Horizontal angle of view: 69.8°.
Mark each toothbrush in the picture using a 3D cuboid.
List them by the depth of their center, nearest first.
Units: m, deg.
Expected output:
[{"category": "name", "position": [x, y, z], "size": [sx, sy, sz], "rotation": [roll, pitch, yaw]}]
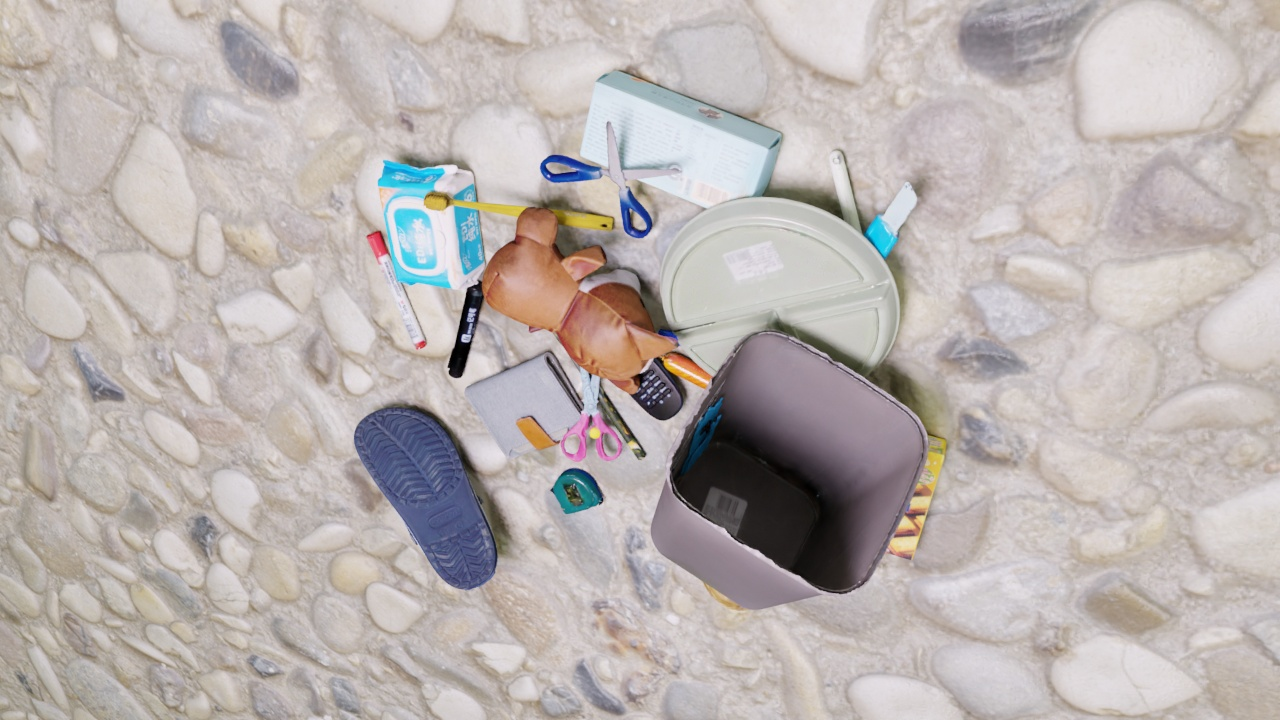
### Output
[{"category": "toothbrush", "position": [0.200, -0.101, 0.842], "size": [0.029, 0.020, 0.189], "rotation": [-12, 111, 21]}, {"category": "toothbrush", "position": [-0.122, -0.147, 0.918], "size": [0.190, 0.016, 0.016], "rotation": [7, 119, -4]}, {"category": "toothbrush", "position": [-0.044, 0.035, 1.027], "size": [0.017, 0.012, 0.186], "rotation": [-28, 104, 22]}]

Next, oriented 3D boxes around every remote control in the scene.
[{"category": "remote control", "position": [-0.006, 0.006, 0.984], "size": [0.053, 0.024, 0.136], "rotation": [-41, 92, 27]}]

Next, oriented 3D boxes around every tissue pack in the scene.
[{"category": "tissue pack", "position": [-0.223, -0.143, 0.974], "size": [0.090, 0.063, 0.140], "rotation": [8, 120, 19]}]

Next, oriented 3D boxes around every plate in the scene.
[{"category": "plate", "position": [0.124, -0.047, 0.860], "size": [0.230, 0.027, 0.231], "rotation": [13, 133, 14]}]

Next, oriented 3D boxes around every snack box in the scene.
[{"category": "snack box", "position": [0.035, -0.197, 0.839], "size": [0.175, 0.051, 0.074], "rotation": [24, 126, 10]}, {"category": "snack box", "position": [0.253, 0.133, 0.941], "size": [0.087, 0.033, 0.141], "rotation": [15, 120, 15]}]

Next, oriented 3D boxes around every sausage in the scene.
[{"category": "sausage", "position": [0.093, 0.032, 0.959], "size": [0.165, 0.021, 0.022], "rotation": [28, 124, 7]}]

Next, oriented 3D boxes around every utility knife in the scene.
[{"category": "utility knife", "position": [0.199, -0.087, 0.822], "size": [0.034, 0.018, 0.186], "rotation": [44, 141, 16]}]

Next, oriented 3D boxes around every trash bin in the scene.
[{"category": "trash bin", "position": [0.117, 0.122, 0.868], "size": [0.198, 0.198, 0.220], "rotation": [33, 154, 4]}]

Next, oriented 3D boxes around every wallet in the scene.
[{"category": "wallet", "position": [-0.132, 0.057, 1.063], "size": [0.130, 0.036, 0.106], "rotation": [-21, 106, 32]}]

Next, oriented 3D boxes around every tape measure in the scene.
[{"category": "tape measure", "position": [-0.078, 0.158, 1.102], "size": [0.058, 0.025, 0.054], "rotation": [-20, 109, 30]}]

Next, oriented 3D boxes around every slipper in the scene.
[{"category": "slipper", "position": [-0.258, 0.168, 1.150], "size": [0.253, 0.105, 0.095], "rotation": [57, 166, 3]}]

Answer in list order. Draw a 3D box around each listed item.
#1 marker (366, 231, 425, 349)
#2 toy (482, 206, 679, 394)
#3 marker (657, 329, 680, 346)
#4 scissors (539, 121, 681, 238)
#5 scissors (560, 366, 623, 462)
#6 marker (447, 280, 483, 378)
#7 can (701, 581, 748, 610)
[{"category": "marker", "position": [-0.282, -0.079, 1.064], "size": [0.017, 0.017, 0.145], "rotation": [-7, 114, 27]}, {"category": "toy", "position": [-0.057, -0.055, 0.919], "size": [0.199, 0.130, 0.140], "rotation": [41, 154, 3]}, {"category": "marker", "position": [0.088, -0.015, 0.939], "size": [0.146, 0.016, 0.017], "rotation": [9, 120, 19]}, {"category": "scissors", "position": [-0.025, -0.166, 0.855], "size": [0.176, 0.012, 0.162], "rotation": [13, 154, 34]}, {"category": "scissors", "position": [-0.065, 0.054, 1.022], "size": [0.077, 0.017, 0.138], "rotation": [-8, 111, 5]}, {"category": "marker", "position": [-0.201, -0.035, 1.053], "size": [0.022, 0.020, 0.132], "rotation": [46, 132, 31]}, {"category": "can", "position": [0.096, 0.211, 1.041], "size": [0.075, 0.049, 0.148], "rotation": [-15, 110, 30]}]
